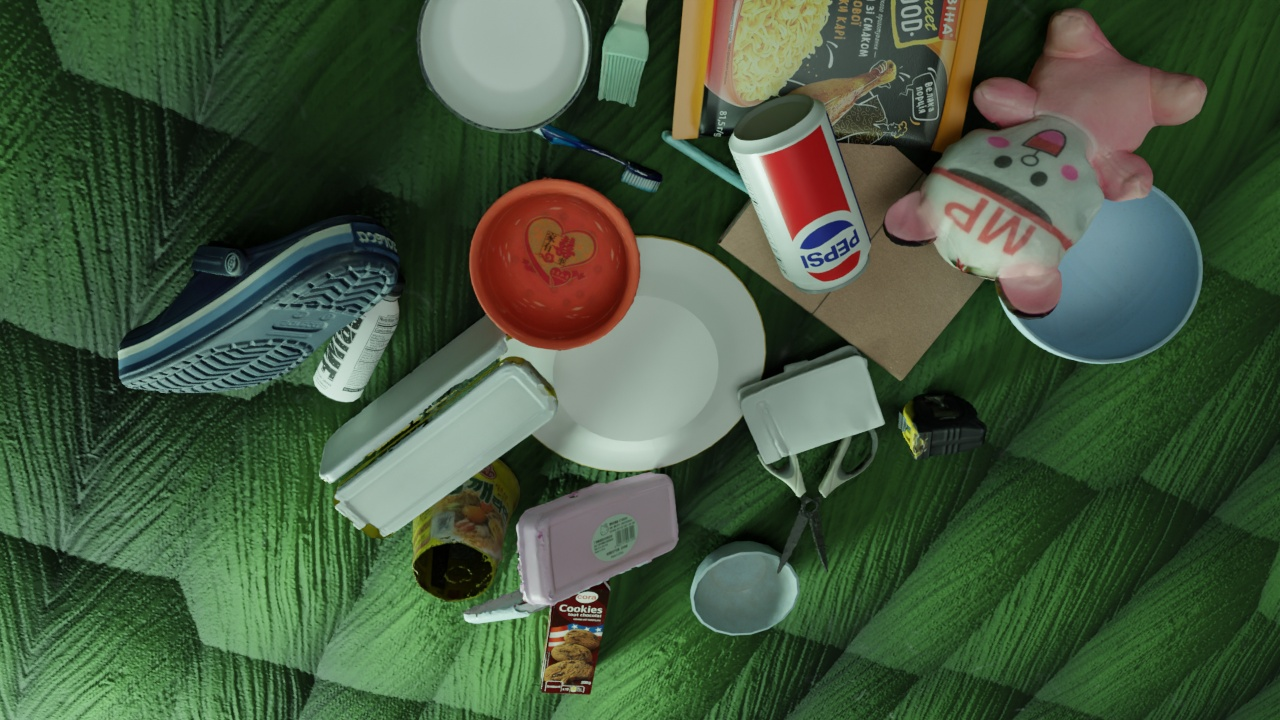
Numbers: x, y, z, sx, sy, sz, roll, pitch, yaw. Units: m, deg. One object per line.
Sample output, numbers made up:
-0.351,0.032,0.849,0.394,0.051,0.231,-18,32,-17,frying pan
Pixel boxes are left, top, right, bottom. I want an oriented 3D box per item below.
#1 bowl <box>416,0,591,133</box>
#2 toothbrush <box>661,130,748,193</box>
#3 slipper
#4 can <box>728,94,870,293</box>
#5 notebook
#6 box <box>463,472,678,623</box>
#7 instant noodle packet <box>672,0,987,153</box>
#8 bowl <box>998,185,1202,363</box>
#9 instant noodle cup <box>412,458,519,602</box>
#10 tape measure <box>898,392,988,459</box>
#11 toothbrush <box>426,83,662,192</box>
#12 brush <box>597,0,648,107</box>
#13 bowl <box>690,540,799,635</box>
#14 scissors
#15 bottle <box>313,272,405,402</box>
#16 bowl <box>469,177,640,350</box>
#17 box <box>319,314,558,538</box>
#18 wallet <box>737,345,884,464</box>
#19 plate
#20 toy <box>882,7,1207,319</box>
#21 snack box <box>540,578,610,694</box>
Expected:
-0.091,-0.220,0.628,0.116,0.065,0.116,-2,118,-4,bowl
0.093,-0.134,0.721,0.180,0.016,0.017,27,112,-19,toothbrush
-0.286,-0.050,0.692,0.253,0.105,0.095,-24,77,23,slipper
0.118,-0.119,0.664,0.070,0.070,0.132,-24,124,8,can
0.183,-0.093,0.741,0.209,0.008,0.141,34,100,-21,notebook
-0.059,0.159,0.790,0.103,0.201,0.101,-6,91,33,box
0.138,-0.235,0.658,0.220,0.032,0.160,2,112,-7,instant noodle packet
0.353,-0.069,0.735,0.150,0.075,0.150,-1,84,7,bowl
-0.157,0.145,0.795,0.102,0.108,0.102,-2,121,-4,instant noodle cup
0.266,0.054,0.813,0.067,0.062,0.038,-7,119,-2,tape measure
-0.070,-0.167,0.688,0.189,0.016,0.017,20,125,-16,toothbrush
0.004,-0.286,0.632,0.033,0.012,0.218,8,116,-10,brush
0.099,0.216,0.899,0.106,0.039,0.106,-2,119,-4,bowl
0.158,0.116,0.849,0.157,0.012,0.169,-41,104,5,scissors
-0.222,-0.022,0.737,0.041,0.041,0.116,26,113,-18,bottle
-0.064,-0.075,0.711,0.130,0.045,0.130,1,104,3,bowl
-0.167,0.052,0.761,0.210,0.080,0.084,-36,115,14,box
0.148,0.039,0.803,0.116,0.032,0.086,-18,117,5,wallet
-0.004,0.005,0.783,0.230,0.021,0.230,-2,119,-4,plate
0.292,-0.142,0.668,0.142,0.084,0.213,37,88,9,toy
-0.066,0.271,0.917,0.051,0.031,0.141,6,118,-9,snack box
